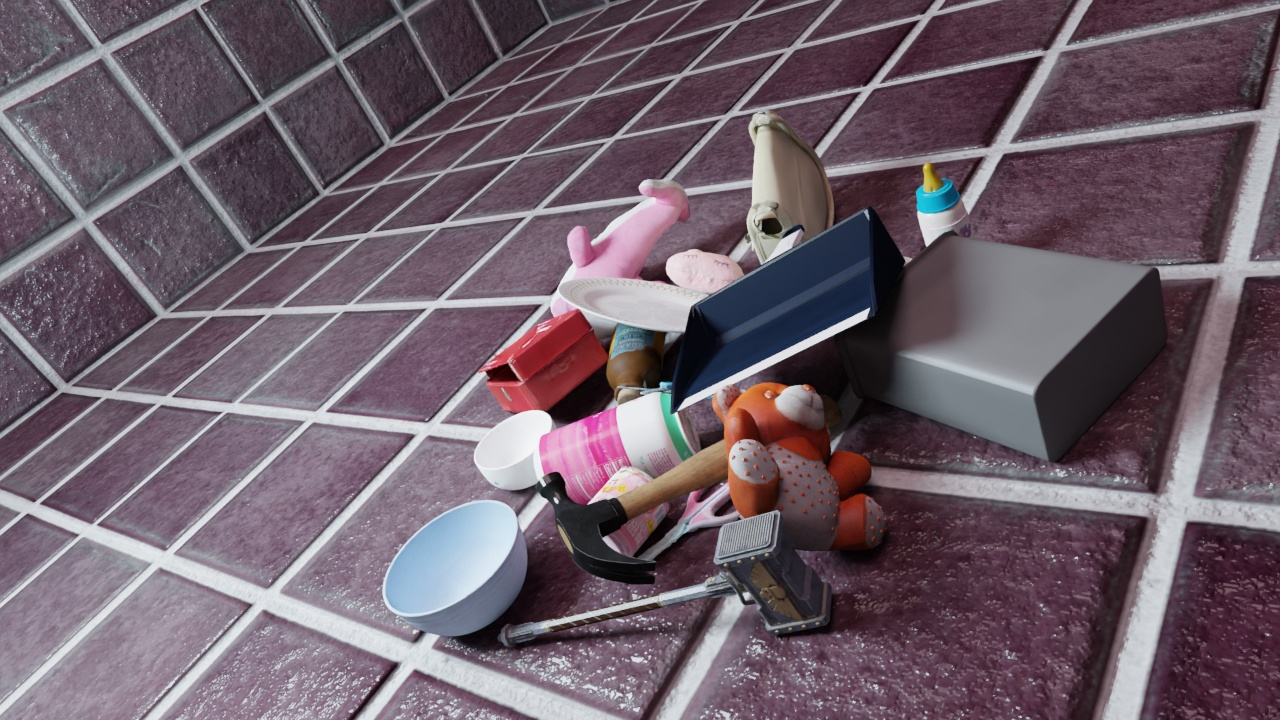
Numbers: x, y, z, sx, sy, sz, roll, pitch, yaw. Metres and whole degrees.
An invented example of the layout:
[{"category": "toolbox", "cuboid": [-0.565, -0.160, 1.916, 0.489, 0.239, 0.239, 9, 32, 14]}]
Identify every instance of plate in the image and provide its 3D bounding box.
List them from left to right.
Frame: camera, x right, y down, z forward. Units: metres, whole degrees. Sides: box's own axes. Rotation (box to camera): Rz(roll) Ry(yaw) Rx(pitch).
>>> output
[{"category": "plate", "cuboid": [0.016, -0.065, 1.153, 0.242, 0.016, 0.242, 9, 17, -3]}]

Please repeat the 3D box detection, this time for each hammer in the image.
[{"category": "hammer", "cuboid": [-0.003, 0.214, 0.798, 0.323, 0.098, 0.044, -21, 29, 29]}, {"category": "hammer", "cuboid": [0.066, 0.107, 0.878, 0.304, 0.040, 0.132, -23, 53, -19]}]

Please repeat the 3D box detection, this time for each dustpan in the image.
[{"category": "dustpan", "cuboid": [0.148, -0.074, 0.962, 0.237, 0.080, 0.272, -28, 8, 31]}]

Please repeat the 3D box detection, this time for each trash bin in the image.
[{"category": "trash bin", "cuboid": [0.332, -0.023, 0.861, 0.191, 0.098, 0.220, -39, 32, -19]}]

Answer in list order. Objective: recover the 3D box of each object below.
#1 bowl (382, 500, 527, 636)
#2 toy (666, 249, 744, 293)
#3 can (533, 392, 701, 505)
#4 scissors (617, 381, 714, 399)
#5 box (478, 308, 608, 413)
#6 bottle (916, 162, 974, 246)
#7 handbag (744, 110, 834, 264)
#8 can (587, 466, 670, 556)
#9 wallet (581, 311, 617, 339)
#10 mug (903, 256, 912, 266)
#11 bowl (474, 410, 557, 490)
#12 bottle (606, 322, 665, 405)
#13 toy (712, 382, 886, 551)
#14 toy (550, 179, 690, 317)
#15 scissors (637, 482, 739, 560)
[{"category": "bowl", "cuboid": [-0.174, 0.220, 0.924, 0.151, 0.075, 0.150, -20, 30, 12]}, {"category": "toy", "cuboid": [0.090, -0.126, 1.260, 0.108, 0.053, 0.105, 9, 21, 4]}, {"category": "can", "cuboid": [-0.025, 0.096, 0.980, 0.166, 0.088, 0.088, -21, 30, 12]}, {"category": "scissors", "cuboid": [0.036, 0.032, 1.052, 0.136, 0.015, 0.126, 9, 4, -13]}, {"category": "box", "cuboid": [-0.129, -0.002, 1.188, 0.129, 0.087, 0.159, -41, 15, -20]}, {"category": "bottle", "cuboid": [0.335, -0.153, 1.011, 0.051, 0.146, 0.051, -21, 30, 12]}, {"category": "handbag", "cuboid": [0.171, -0.206, 1.219, 0.132, 0.184, 0.228, -17, 47, 23]}, {"category": "can", "cuboid": [-0.018, 0.154, 0.905, 0.067, 0.067, 0.076, 6, 43, 45]}, {"category": "wallet", "cuboid": [-0.039, -0.055, 1.242, 0.116, 0.032, 0.086, -11, 22, -38]}, {"category": "mug", "cuboid": [0.262, -0.098, 1.052, 0.121, 0.091, 0.090, -7, 30, -1]}, {"category": "bowl", "cuboid": [-0.140, 0.112, 1.088, 0.105, 0.054, 0.104, -21, 28, 12]}, {"category": "bottle", "cuboid": [-0.007, 0.007, 1.128, 0.068, 0.068, 0.156, -18, 31, 17]}, {"category": "toy", "cuboid": [0.133, 0.083, 0.809, 0.093, 0.163, 0.172, -56, 23, 31]}, {"category": "toy", "cuboid": [-0.017, -0.139, 1.322, 0.266, 0.186, 0.128, -47, 67, 10]}, {"category": "scissors", "cuboid": [0.045, 0.162, 0.893, 0.174, 0.017, 0.076, -35, 32, -16]}]
